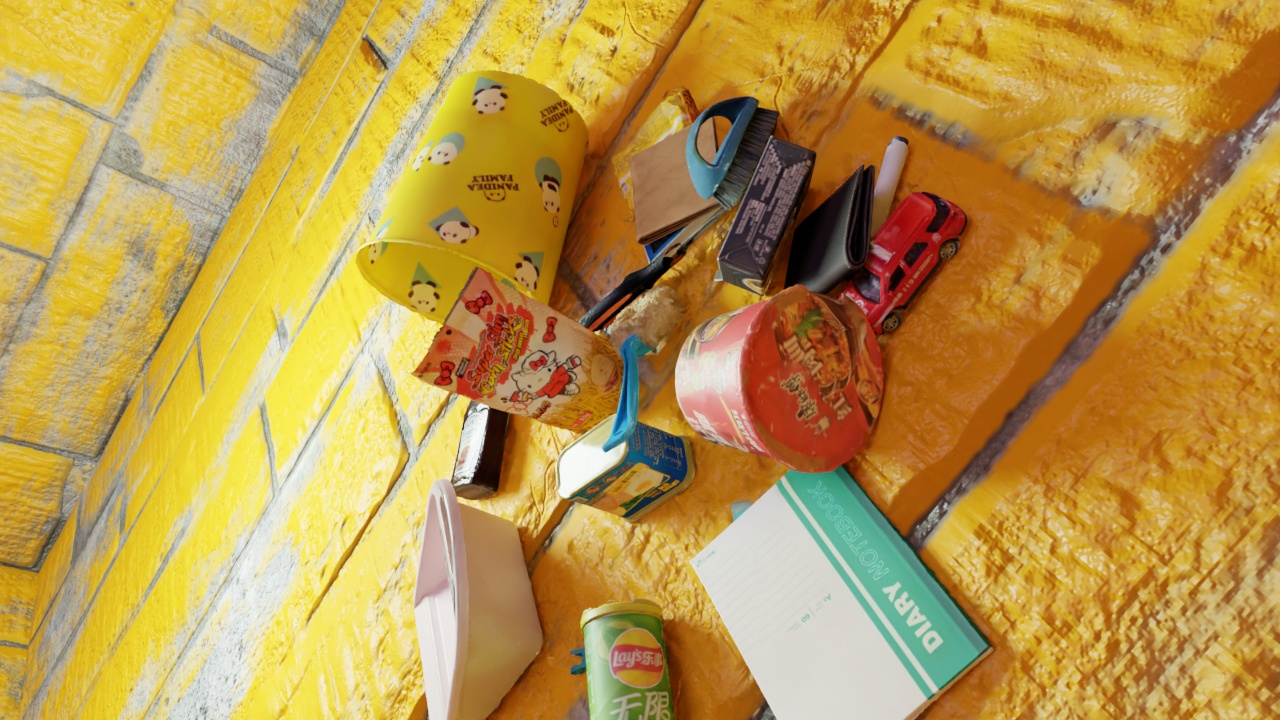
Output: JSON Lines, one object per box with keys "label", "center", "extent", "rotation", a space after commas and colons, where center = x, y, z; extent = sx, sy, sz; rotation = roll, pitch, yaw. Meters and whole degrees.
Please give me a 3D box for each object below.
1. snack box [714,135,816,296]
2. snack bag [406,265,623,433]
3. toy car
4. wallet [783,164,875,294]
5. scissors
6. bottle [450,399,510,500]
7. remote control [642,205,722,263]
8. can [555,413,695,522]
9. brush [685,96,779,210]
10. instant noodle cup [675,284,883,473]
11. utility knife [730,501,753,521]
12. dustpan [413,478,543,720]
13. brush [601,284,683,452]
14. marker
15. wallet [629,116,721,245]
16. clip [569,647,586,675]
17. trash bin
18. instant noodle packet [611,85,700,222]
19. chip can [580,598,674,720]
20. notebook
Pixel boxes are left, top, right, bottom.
{"label": "snack box", "center": [0.107, -0.122, 0.805], "extent": [0.053, 0.125, 0.113], "rotation": [23, 89, 9]}
{"label": "snack bag", "center": [-0.110, 0.002, 0.903], "extent": [0.129, 0.207, 0.073], "rotation": [-54, 39, 13]}
{"label": "toy car", "center": [0.197, -0.075, 0.708], "extent": [0.121, 0.045, 0.053], "rotation": [-58, 36, 14]}
{"label": "wallet", "center": [0.151, -0.094, 0.757], "extent": [0.122, 0.020, 0.096], "rotation": [135, 151, -65]}
{"label": "scissors", "center": [0.027, -0.102, 0.931], "extent": [0.235, 0.125, 0.021], "rotation": [-37, 83, 6]}
{"label": "bottle", "center": [-0.184, 0.066, 1.095], "extent": [0.080, 0.044, 0.194], "rotation": [-26, 50, 50]}
{"label": "remote control", "center": [0.048, -0.149, 0.946], "extent": [0.125, 0.024, 0.049], "rotation": [-42, 43, 28]}
{"label": "can", "center": [-0.015, 0.098, 0.836], "extent": [0.102, 0.083, 0.057], "rotation": [-37, 45, 32]}
{"label": "brush", "center": [0.081, -0.203, 0.863], "extent": [0.055, 0.073, 0.143], "rotation": [-54, 9, 50]}
{"label": "instant noodle cup", "center": [0.100, 0.016, 0.708], "extent": [0.109, 0.137, 0.137], "rotation": [-4, 67, 58]}
{"label": "utility knife", "center": [0.096, 0.180, 0.712], "extent": [0.029, 0.013, 0.171], "rotation": [-40, 42, 33]}
{"label": "dustpan", "center": [-0.211, 0.255, 0.942], "extent": [0.274, 0.138, 0.222], "rotation": [-49, 40, 20]}
{"label": "brush", "center": [-0.005, 0.005, 0.835], "extent": [0.083, 0.046, 0.254], "rotation": [-31, 23, 23]}
{"label": "marker", "center": [0.195, -0.123, 0.758], "extent": [0.023, 0.018, 0.130], "rotation": [4, 74, 61]}
{"label": "wallet", "center": [0.036, -0.183, 0.933], "extent": [0.116, 0.020, 0.101], "rotation": [-20, 66, 39]}
{"label": "clip", "center": [-0.045, 0.270, 0.834], "extent": [0.057, 0.014, 0.046], "rotation": [-33, 45, 37]}
{"label": "trash bin", "center": [-0.183, -0.188, 1.101], "extent": [0.230, 0.229, 0.254], "rotation": [-8, 59, 49]}
{"label": "instant noodle packet", "center": [0.020, -0.220, 1.005], "extent": [0.129, 0.044, 0.110], "rotation": [-41, 45, 32]}
{"label": "chip can", "center": [-0.004, 0.304, 0.717], "extent": [0.073, 0.072, 0.220], "rotation": [-36, 46, 34]}
{"label": "notebook", "center": [0.131, 0.173, 0.660], "extent": [0.150, 0.012, 0.209], "rotation": [-46, 40, 12]}
